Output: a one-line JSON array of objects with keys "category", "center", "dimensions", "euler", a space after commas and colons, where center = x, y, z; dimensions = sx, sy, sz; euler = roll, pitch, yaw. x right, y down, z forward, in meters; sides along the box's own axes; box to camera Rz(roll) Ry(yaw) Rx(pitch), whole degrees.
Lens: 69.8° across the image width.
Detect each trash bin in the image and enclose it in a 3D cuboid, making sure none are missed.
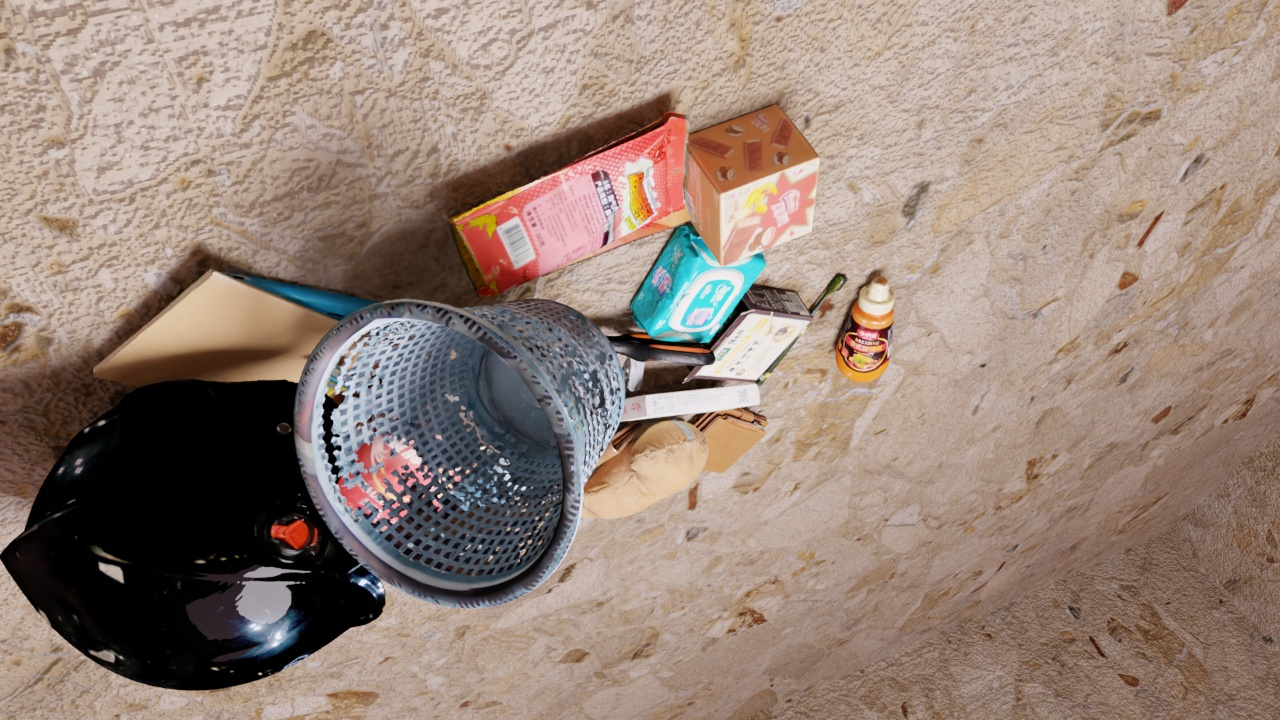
[{"category": "trash bin", "center": [-0.114, 0.044, 0.711], "dimensions": [0.227, 0.226, 0.194], "euler": [-46, 177, 26]}]

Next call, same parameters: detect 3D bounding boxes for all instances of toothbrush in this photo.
[{"category": "toothbrush", "center": [0.190, -0.034, 1.098], "dimensions": [0.017, 0.012, 0.186], "euler": [-10, 144, -43]}]

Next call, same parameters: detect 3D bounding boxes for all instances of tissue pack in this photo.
[{"category": "tissue pack", "center": [0.058, -0.076, 0.911], "dimensions": [0.093, 0.050, 0.134], "euler": [1, 137, -35]}]

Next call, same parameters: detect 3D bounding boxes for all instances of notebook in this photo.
[{"category": "notebook", "center": [-0.314, 0.001, 0.769], "dimensions": [0.148, 0.008, 0.207], "euler": [-33, 149, 19]}]

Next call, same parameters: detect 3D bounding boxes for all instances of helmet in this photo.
[{"category": "helmet", "center": [-0.346, 0.150, 0.739], "dimensions": [0.234, 0.274, 0.229], "euler": [-37, -173, 47]}]

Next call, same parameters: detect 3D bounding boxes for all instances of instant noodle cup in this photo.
[{"category": "instant noodle cup", "center": [-0.211, 0.073, 0.847], "dimensions": [0.109, 0.138, 0.137], "euler": [-42, 144, 18]}]

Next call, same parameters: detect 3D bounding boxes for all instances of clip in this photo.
[{"category": "clip", "center": [-0.006, 0.006, 1.007], "dimensions": [0.024, 0.026, 0.056], "euler": [-6, 132, -32]}]

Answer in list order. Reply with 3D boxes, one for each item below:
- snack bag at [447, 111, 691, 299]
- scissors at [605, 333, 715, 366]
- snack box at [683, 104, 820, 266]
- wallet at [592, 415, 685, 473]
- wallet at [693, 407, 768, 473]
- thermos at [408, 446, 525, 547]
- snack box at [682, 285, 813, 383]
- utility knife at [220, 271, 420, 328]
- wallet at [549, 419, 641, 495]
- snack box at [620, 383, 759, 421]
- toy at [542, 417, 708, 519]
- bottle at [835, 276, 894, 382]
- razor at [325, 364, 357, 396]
[{"category": "snack bag", "center": [-0.051, -0.123, 0.764], "dimensions": [0.207, 0.073, 0.129], "euler": [-26, 150, -11]}, {"category": "scissors", "center": [-0.040, -0.017, 0.929], "dimensions": [0.234, 0.161, 0.022], "euler": [8, 99, -1]}, {"category": "snack box", "center": [0.096, -0.153, 0.808], "dimensions": [0.094, 0.077, 0.093], "euler": [-22, 146, -9]}, {"category": "wallet", "center": [-0.005, 0.111, 1.146], "dimensions": [0.087, 0.024, 0.115], "euler": [3, 137, -37]}, {"category": "wallet", "center": [0.103, 0.104, 1.202], "dimensions": [0.108, 0.031, 0.131], "euler": [-45, 148, 18]}, {"category": "thermos", "center": [-0.174, 0.138, 1.026], "dimensions": [0.221, 0.070, 0.070], "euler": [-34, 146, 10]}, {"category": "snack box", "center": [0.111, -0.026, 1.013], "dimensions": [0.125, 0.053, 0.113], "euler": [6, 135, -40]}, {"category": "utility knife", "center": [-0.256, -0.044, 0.763], "dimensions": [0.202, 0.018, 0.034], "euler": [8, 133, -43]}, {"category": "wallet", "center": [-0.053, 0.108, 1.051], "dimensions": [0.101, 0.020, 0.115], "euler": [-33, 180, 20]}, {"category": "snack box", "center": [0.052, 0.050, 1.062], "dimensions": [0.156, 0.027, 0.085], "euler": [-3, 174, -32]}, {"category": "toy", "center": [-0.018, 0.144, 1.095], "dimensions": [0.227, 0.082, 0.143], "euler": [-35, 153, 30]}, {"category": "bottle", "center": [0.277, -0.041, 1.110], "dimensions": [0.066, 0.066, 0.150], "euler": [-17, 139, -15]}, {"category": "razor", "center": [-0.293, 0.047, 0.821], "dimensions": [0.043, 0.028, 0.133], "euler": [25, 127, -24]}]
